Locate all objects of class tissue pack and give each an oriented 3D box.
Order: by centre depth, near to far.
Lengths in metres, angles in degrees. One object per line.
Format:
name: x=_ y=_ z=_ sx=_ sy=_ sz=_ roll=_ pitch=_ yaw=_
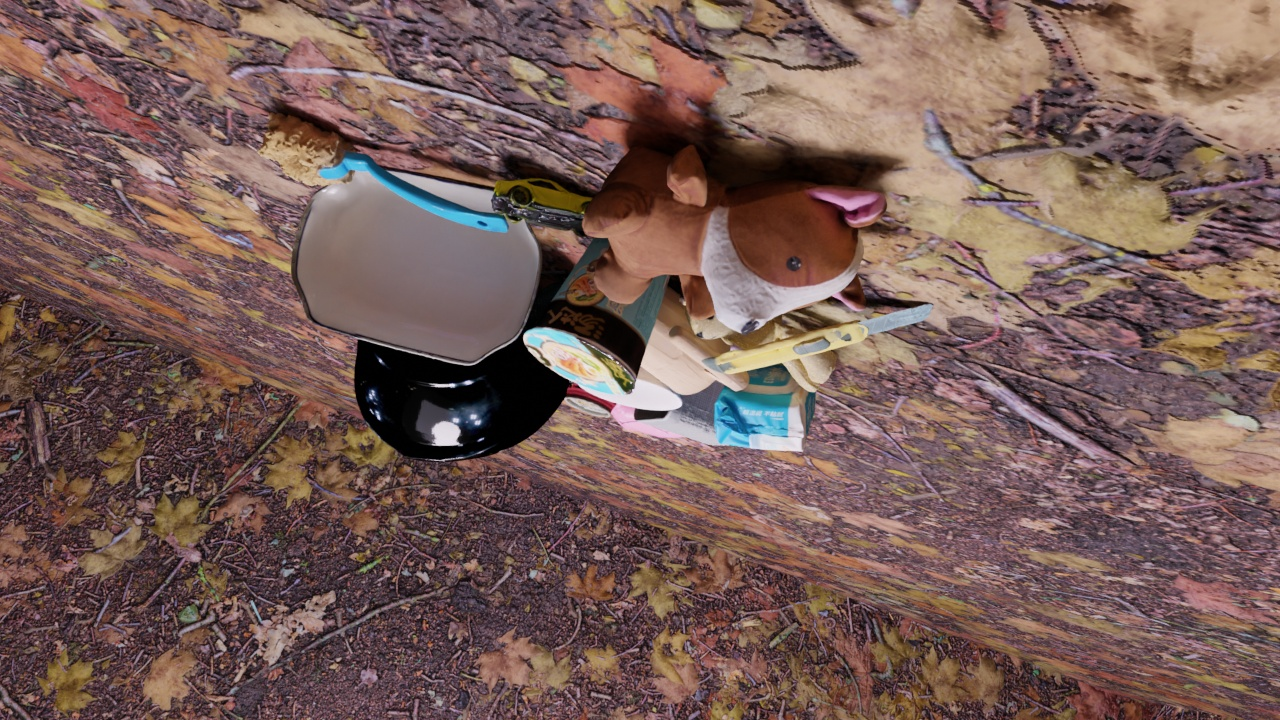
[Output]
tissue pack: x=0.130 y=0.042 z=0.940 sx=0.090 sy=0.063 sz=0.139 roll=4 pitch=-160 yaw=16

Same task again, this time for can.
can: x=-0.049 y=0.016 z=1.117 sx=0.066 sy=0.093 sz=0.066 roll=18 pitch=165 yaw=5

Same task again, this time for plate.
plate: x=-0.206 y=-0.089 z=0.853 sx=0.266 sy=0.162 sz=0.034 roll=13 pitch=178 yaw=20

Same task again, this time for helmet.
helmet: x=-0.187 y=-0.008 z=1.002 sx=0.233 sy=0.230 sz=0.274 roll=19 pitch=-175 yaw=11

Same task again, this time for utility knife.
utility knife: x=0.149 y=-0.018 z=0.791 sx=0.207 sy=0.021 sz=0.031 roll=-19 pitch=137 yaw=25

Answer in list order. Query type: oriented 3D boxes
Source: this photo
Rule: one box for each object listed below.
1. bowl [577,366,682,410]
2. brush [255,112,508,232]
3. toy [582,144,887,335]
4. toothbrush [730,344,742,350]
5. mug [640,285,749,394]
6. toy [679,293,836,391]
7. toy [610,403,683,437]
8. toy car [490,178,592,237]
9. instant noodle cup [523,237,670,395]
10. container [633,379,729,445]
bowl: x=-0.006 y=0.006 z=1.005 sx=0.118 sy=0.064 sz=0.118 roll=12 pitch=164 yaw=3
brush: x=-0.232 y=-0.161 z=0.818 sx=0.255 sy=0.045 sz=0.083 roll=22 pitch=162 yaw=13
toy: x=0.062 y=-0.079 z=0.631 sx=0.200 sy=0.130 sz=0.140 roll=8 pitch=157 yaw=8
toothbrush: x=0.135 y=0.024 z=1.059 sx=0.021 sy=0.029 sz=0.189 roll=55 pitch=-175 yaw=33
mug: x=0.036 y=-0.018 z=0.893 sx=0.103 sy=0.084 sz=0.125 roll=34 pitch=180 yaw=-37
toy: x=0.108 y=-0.023 z=0.843 sx=0.157 sy=0.066 sz=0.105 roll=30 pitch=157 yaw=-12
toy: x=0.027 y=0.069 z=1.242 sx=0.195 sy=0.074 sz=0.178 roll=13 pitch=164 yaw=19
toy car: x=-0.072 y=-0.130 z=0.770 sx=0.105 sy=0.032 sz=0.048 roll=12 pitch=167 yaw=-14
instant noodle cup: x=-0.031 y=-0.048 z=0.820 sx=0.111 sy=0.120 sz=0.111 roll=21 pitch=159 yaw=8
container: x=0.069 y=0.048 z=1.101 sx=0.114 sy=0.090 sz=0.090 roll=23 pitch=165 yaw=-24
